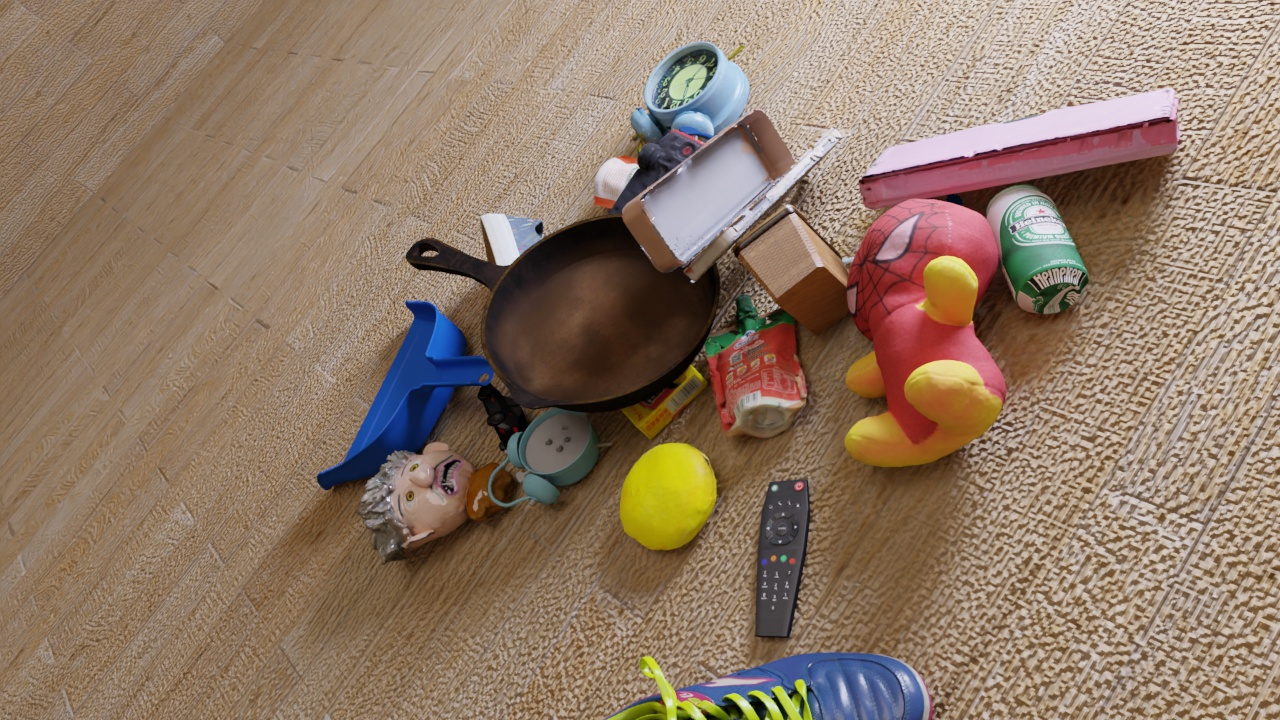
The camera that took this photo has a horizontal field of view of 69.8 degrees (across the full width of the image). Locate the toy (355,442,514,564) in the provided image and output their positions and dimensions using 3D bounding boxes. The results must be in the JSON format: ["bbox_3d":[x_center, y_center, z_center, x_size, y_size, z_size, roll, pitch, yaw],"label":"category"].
[{"bbox_3d":[-0.208,0.134,0.909,0.176,0.076,0.132,-12,52,19],"label":"toy"}]

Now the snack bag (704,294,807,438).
[{"bbox_3d":[0.098,-0.003,0.803,0.087,0.044,0.154,-21,43,17],"label":"snack bag"}]

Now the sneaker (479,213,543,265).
[{"bbox_3d":[-0.117,-0.089,1.009,0.079,0.088,0.235,-13,47,-12],"label":"sneaker"}]

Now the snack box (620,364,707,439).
[{"bbox_3d":[-0.005,0.005,0.881,0.075,0.025,0.152,-44,42,0],"label":"snack box"}]

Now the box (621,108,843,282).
[{"bbox_3d":[0.081,-0.163,0.841,0.108,0.095,0.215,39,53,9],"label":"box"}]

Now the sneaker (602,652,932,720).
[{"bbox_3d":[0.065,0.244,0.595,0.242,0.091,0.116,-25,44,20],"label":"sneaker"}]

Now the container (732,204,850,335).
[{"bbox_3d":[0.137,-0.071,0.772,0.063,0.114,0.061,-37,56,18],"label":"container"}]

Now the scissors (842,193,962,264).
[{"bbox_3d":[0.226,-0.103,0.798,0.134,0.015,0.103,-9,57,38],"label":"scissors"}]

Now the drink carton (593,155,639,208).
[{"bbox_3d":[0.008,-0.192,1.022,0.122,0.039,0.069,23,80,38],"label":"drink carton"}]

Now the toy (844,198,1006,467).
[{"bbox_3d":[0.210,-0.029,0.685,0.148,0.098,0.215,-45,29,51],"label":"toy"}]

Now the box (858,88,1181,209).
[{"bbox_3d":[0.298,-0.169,0.735,0.233,0.046,0.097,-5,16,35],"label":"box"}]

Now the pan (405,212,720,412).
[{"bbox_3d":[-0.089,-0.059,0.890,0.356,0.043,0.248,18,61,29],"label":"pan"}]

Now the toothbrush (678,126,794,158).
[{"bbox_3d":[0.099,-0.223,0.959,0.132,0.016,0.021,21,64,21],"label":"toothbrush"}]

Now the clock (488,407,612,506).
[{"bbox_3d":[-0.092,0.092,0.861,0.123,0.042,0.087,-34,46,-1],"label":"clock"}]

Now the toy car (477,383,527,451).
[{"bbox_3d":[-0.138,0.056,0.936,0.036,0.042,0.091,-23,40,-13],"label":"toy car"}]

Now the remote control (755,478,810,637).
[{"bbox_3d":[0.107,0.149,0.695,0.039,0.010,0.124,-10,53,32],"label":"remote control"}]

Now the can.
[{"bbox_3d":[0.298,-0.084,0.694,0.053,0.053,0.101,-23,47,23],"label":"can"}]

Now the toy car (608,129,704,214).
[{"bbox_3d":[0.010,-0.150,0.959,0.081,0.056,0.189,35,91,30],"label":"toy car"}]

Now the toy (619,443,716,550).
[{"bbox_3d":[0.022,0.112,0.768,0.094,0.041,0.095,-43,43,10],"label":"toy"}]

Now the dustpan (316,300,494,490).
[{"bbox_3d":[-0.239,0.028,1.009,0.258,0.059,0.245,-3,57,40],"label":"dustpan"}]

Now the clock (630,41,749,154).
[{"bbox_3d":[0.053,-0.288,1.039,0.118,0.060,0.162,14,71,41],"label":"clock"}]
